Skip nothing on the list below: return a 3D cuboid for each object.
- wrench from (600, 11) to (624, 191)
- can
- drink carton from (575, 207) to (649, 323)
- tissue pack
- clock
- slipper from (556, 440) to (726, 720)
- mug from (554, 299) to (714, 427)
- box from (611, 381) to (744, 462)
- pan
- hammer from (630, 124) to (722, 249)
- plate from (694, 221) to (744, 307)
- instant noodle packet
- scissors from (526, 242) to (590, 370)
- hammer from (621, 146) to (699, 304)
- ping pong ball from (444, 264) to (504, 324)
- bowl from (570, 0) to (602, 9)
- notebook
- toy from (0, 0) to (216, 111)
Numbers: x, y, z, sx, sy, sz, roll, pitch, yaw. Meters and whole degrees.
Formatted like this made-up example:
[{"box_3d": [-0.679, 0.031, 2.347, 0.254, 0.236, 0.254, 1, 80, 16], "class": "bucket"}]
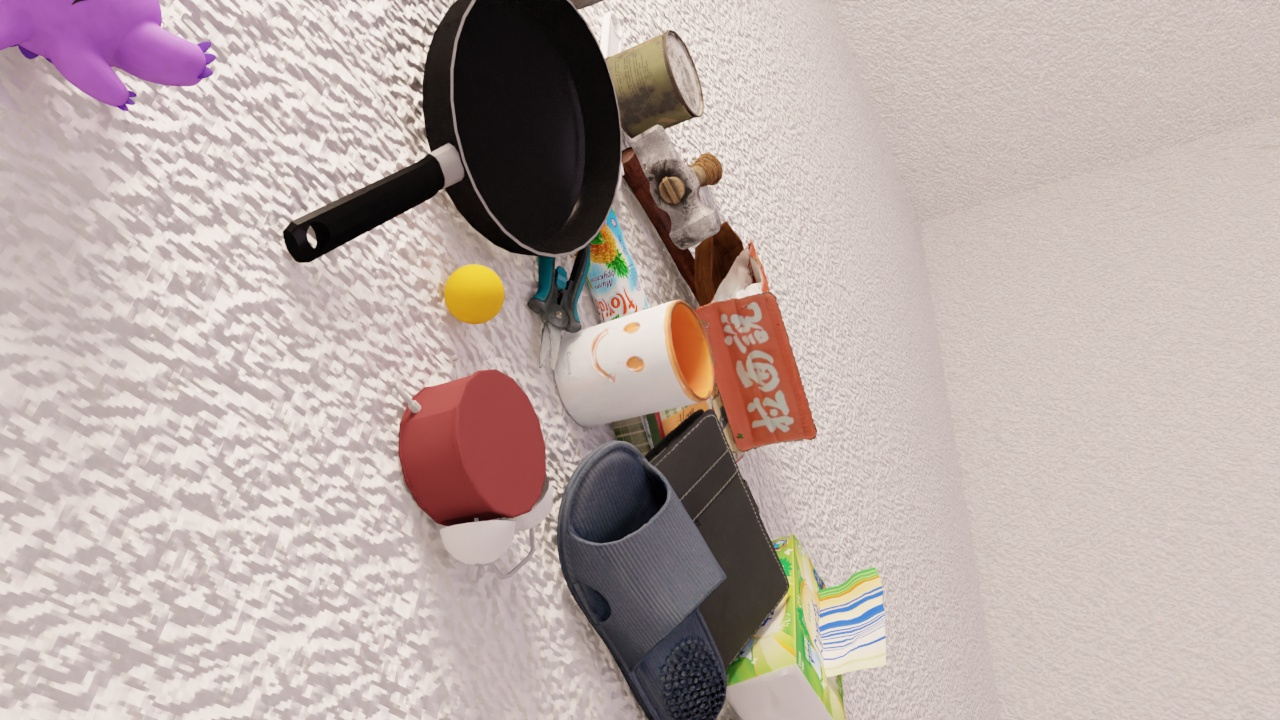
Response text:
[{"box_3d": [-0.035, -0.272, 0.942, 0.066, 0.018, 0.272, 48, 34, -44], "class": "wrench"}, {"box_3d": [0.013, -0.280, 0.938, 0.090, 0.075, 0.089, 44, 38, -49], "class": "can"}, {"box_3d": [-0.030, -0.083, 0.810, 0.038, 0.044, 0.129, -37, 109, -64], "class": "drink carton"}, {"box_3d": [0.165, 0.256, 0.869, 0.120, 0.142, 0.197, 55, 21, -24], "class": "tissue pack"}, {"box_3d": [-0.099, 0.066, 0.567, 0.096, 0.048, 0.137, -33, 106, -65], "class": "clock"}, {"box_3d": [0.020, 0.185, 0.679, 0.101, 0.083, 0.264, -33, 114, -31], "class": "slipper"}, {"box_3d": [-0.004, 0.004, 0.736, 0.082, 0.105, 0.082, 42, 40, -50], "class": "mug"}, {"box_3d": [0.042, 0.066, 0.872, 0.205, 0.050, 0.117, -19, 93, -65], "class": "box"}, {"box_3d": [-0.119, -0.144, 0.635, 0.354, 0.044, 0.204, -45, 127, -48], "class": "pan"}, {"box_3d": [0.060, -0.208, 1.037, 0.121, 0.049, 0.318, 62, 18, -9], "class": "hammer"}, {"box_3d": [0.089, -0.084, 0.996, 0.131, 0.025, 0.131, 26, 61, -61], "class": "plate"}, {"box_3d": [0.133, -0.030, 0.974, 0.220, 0.084, 0.164, -64, 136, -62], "class": "instant noodle packet"}, {"box_3d": [-0.069, -0.059, 0.736, 0.126, 0.019, 0.144, -18, 79, -50], "class": "scissors"}, {"box_3d": [0.051, -0.105, 1.016, 0.301, 0.028, 0.110, 57, 29, -34], "class": "hammer"}, {"box_3d": [-0.111, -0.044, 0.615, 0.040, 0.040, 0.040, 43, 40, -50], "class": "ping pong ball"}, {"box_3d": [-0.103, -0.353, 0.754, 0.178, 0.081, 0.178, 41, 29, -29], "class": "bowl"}, {"box_3d": [0.045, 0.166, 0.769, 0.169, 0.029, 0.209, -41, 121, -33], "class": "notebook"}, {"box_3d": [-0.240, -0.150, 0.385, 0.088, 0.056, 0.106, 0, 66, -61], "class": "toy"}]
